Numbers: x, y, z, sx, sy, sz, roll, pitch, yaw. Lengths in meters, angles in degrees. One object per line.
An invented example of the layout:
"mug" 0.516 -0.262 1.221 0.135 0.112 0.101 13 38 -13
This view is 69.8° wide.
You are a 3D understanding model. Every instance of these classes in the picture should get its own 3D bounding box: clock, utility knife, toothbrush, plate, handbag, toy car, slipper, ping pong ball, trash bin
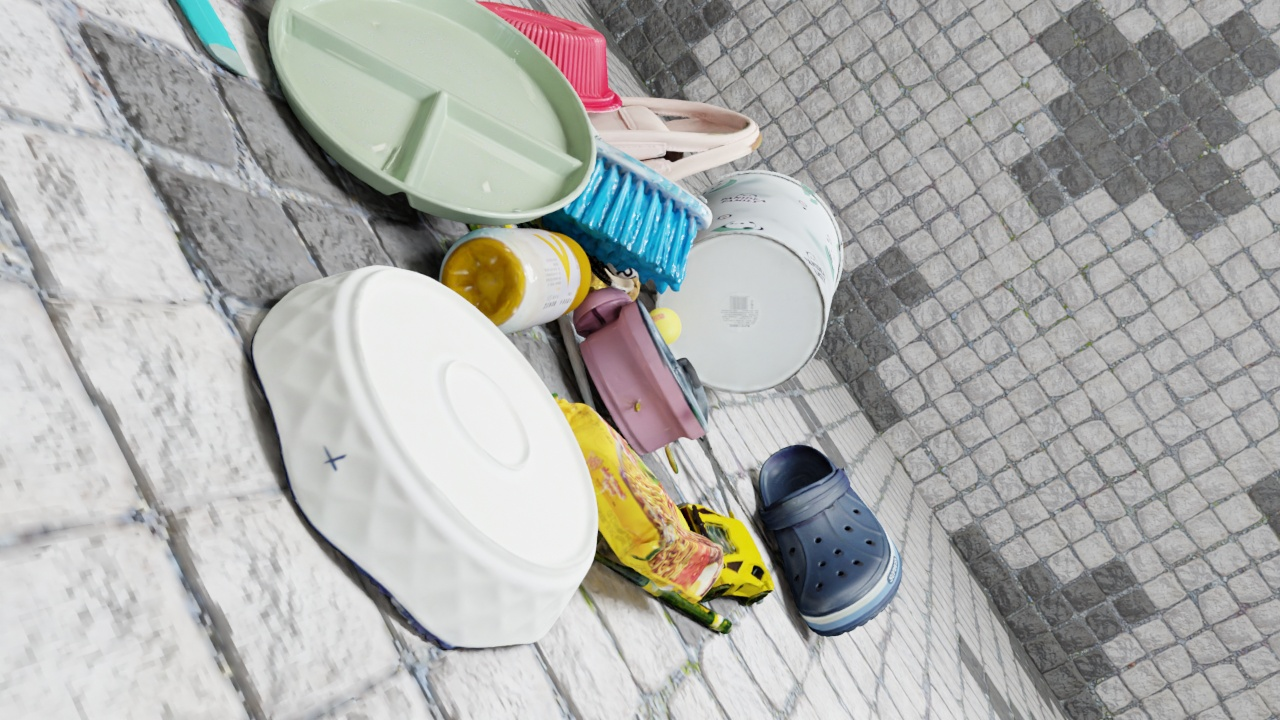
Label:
"clock" -0.004 0.004 0.724 0.117 0.060 0.158 57 8 -47
"utility knife" -0.285 -0.254 0.526 0.222 0.013 0.029 59 17 6
"toothbrush" 0.012 0.142 0.587 0.012 0.017 0.186 20 -16 45
"plate" -0.089 0.037 0.445 0.205 0.046 0.204 50 15 -19
"handbag" 0.005 -0.217 0.919 0.193 0.234 0.093 -107 -172 -62
"toy car" 0.066 0.147 0.703 0.155 0.041 0.071 34 26 -58
"slipper" 0.172 0.151 0.894 0.095 0.105 0.252 56 10 -26
"ping pong ball" 0.023 -0.035 0.964 0.040 0.040 0.040 50 16 -20
"trash bin" 0.126 -0.089 1.083 0.229 0.230 0.251 52 21 -11
"plate" -0.136 -0.180 0.626 0.230 0.028 0.229 22 46 -24
"toothbrush" -0.040 0.016 0.700 0.016 0.016 0.180 53 11 -47

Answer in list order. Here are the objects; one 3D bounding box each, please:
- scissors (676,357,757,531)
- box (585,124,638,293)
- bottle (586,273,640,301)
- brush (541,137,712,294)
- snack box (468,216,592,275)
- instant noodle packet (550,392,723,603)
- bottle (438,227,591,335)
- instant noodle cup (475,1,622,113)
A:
"scissors" 0.056 0.077 0.803 0.159 0.014 0.181 -140 -147 -66
"box" -0.046 -0.133 0.786 0.162 0.076 0.087 53 -10 1
"bottle" -0.040 -0.115 0.907 0.057 0.057 0.174 46 17 -32
"brush" -0.079 -0.173 0.724 0.314 0.109 0.060 31 -12 6
"snack box" -0.099 -0.111 0.764 0.087 0.034 0.140 60 14 18
"instant noodle packet" -0.007 0.083 0.561 0.128 0.044 0.111 48 -1 34
"bottle" -0.077 -0.058 0.644 0.068 0.068 0.189 55 14 1
"instant noodle cup" -0.104 -0.298 0.887 0.194 0.066 0.193 13 26 -7
